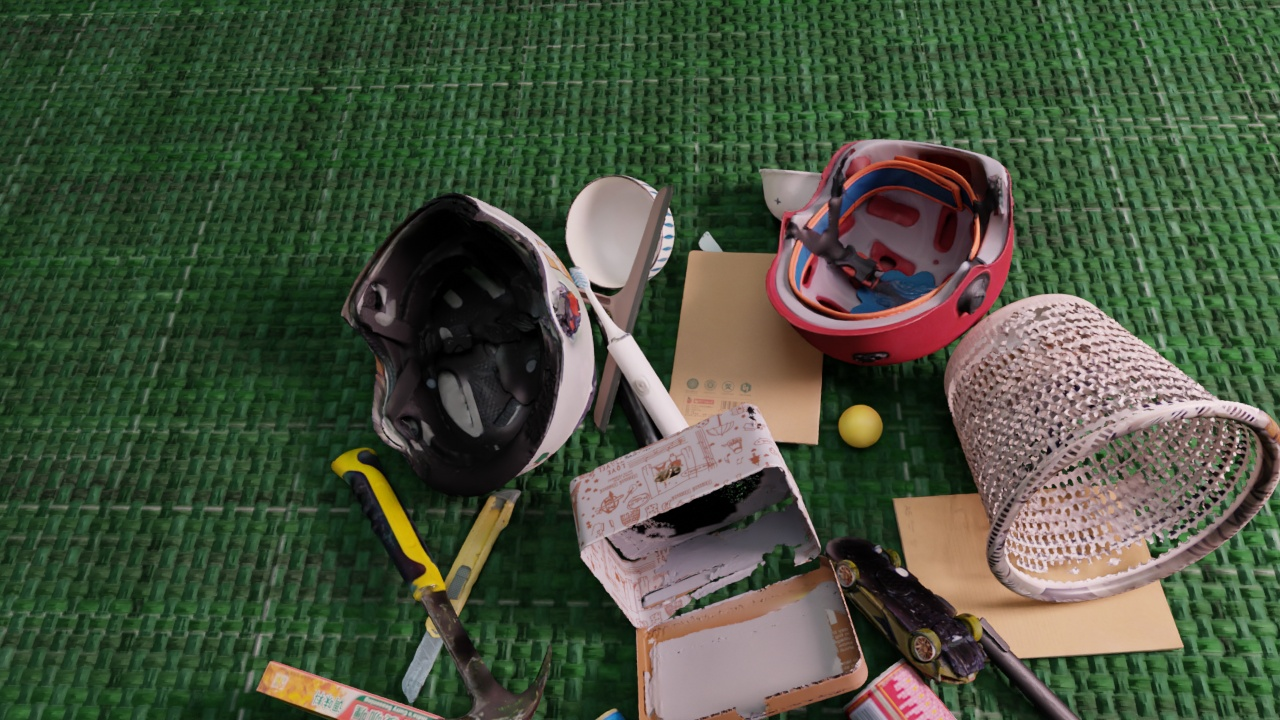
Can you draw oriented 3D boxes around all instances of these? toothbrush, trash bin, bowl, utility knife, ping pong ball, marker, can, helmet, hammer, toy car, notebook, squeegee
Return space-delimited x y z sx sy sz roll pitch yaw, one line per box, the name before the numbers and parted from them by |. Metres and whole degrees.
toothbrush | -0.010 0.028 0.905 0.027 0.026 0.212 -24 60 2
trash bin | 0.359 0.057 0.762 0.227 0.228 0.191 -11 42 -2
bowl | -0.014 -0.134 0.962 0.117 0.066 0.116 4 98 28
toothbrush | -0.005 0.005 0.865 0.027 0.026 0.221 -33 88 17
utility knife | 0.116 -0.061 0.950 0.034 0.018 0.204 -31 63 -5
ping pong ball | 0.206 0.062 0.861 0.040 0.040 0.040 -2 60 3
bowl | 0.180 -0.163 0.970 0.118 0.118 0.065 7 100 8
marker | 0.316 0.262 0.739 0.132 0.022 0.020 47 41 16
can | 0.213 0.291 0.715 0.066 0.067 0.094 -33 63 -14
helmet | 0.235 -0.080 0.850 0.207 0.144 0.239 23 68 42
hammer | -0.185 0.187 0.788 0.126 0.032 0.323 -6 39 -37
helmet | -0.136 -0.013 0.855 0.231 0.156 0.274 -37 71 24
toy car | 0.215 0.202 0.760 0.070 0.042 0.158 -2 32 -37
utility knife | -0.162 0.205 0.825 0.031 0.021 0.206 15 67 19
notebook | 0.338 0.183 0.800 0.211 0.012 0.149 -4 59 2
can | -0.032 0.337 0.713 0.102 0.057 0.083 -33 61 -15
notebook | 0.109 -0.018 0.914 0.148 0.008 0.207 3 65 12
squeegee | -0.098 -0.078 0.953 0.250 0.040 0.247 17 92 27

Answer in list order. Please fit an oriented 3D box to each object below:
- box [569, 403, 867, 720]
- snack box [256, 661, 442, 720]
box | 0.055 0.175 0.717 0.183 0.157 0.193 -25 36 8
snack box | -0.223 0.285 0.744 0.156 0.077 0.027 13 62 11
